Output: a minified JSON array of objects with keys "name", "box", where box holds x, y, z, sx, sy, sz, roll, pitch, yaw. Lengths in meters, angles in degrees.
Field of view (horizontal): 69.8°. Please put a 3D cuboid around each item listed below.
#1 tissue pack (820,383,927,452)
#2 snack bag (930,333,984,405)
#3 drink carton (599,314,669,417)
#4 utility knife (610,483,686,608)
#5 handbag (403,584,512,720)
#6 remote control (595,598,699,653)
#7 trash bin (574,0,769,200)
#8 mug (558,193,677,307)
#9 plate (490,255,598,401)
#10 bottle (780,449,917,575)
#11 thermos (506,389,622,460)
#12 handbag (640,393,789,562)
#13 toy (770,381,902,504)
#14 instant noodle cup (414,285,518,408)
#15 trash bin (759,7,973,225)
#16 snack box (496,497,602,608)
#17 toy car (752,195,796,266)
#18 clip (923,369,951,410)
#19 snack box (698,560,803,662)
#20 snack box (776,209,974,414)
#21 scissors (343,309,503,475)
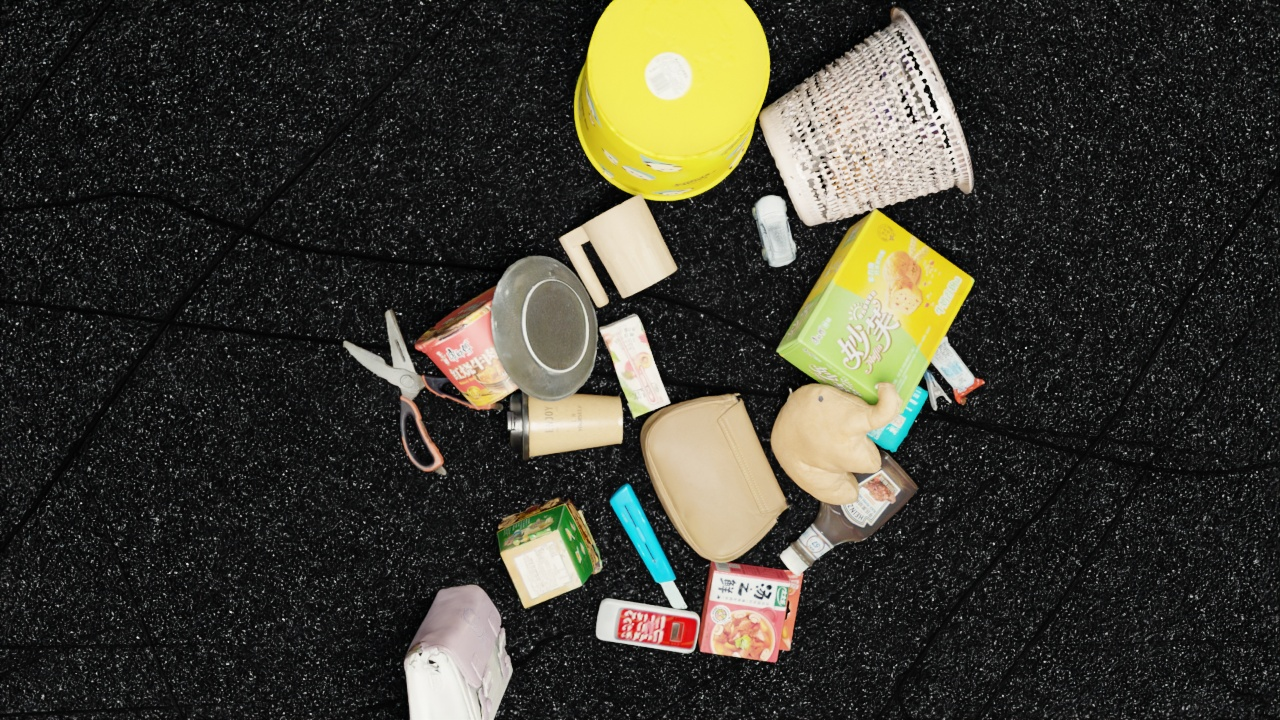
[{"name":"tissue pack","box":[0.296,0.049,1.177,0.133,0.050,0.093,30,92,-5]},{"name":"snack bag","box":[0.400,0.007,1.187,0.045,0.026,0.105,-38,95,12]},{"name":"drink carton","box":[-0.007,0.007,1.170,0.053,0.045,0.122,-21,97,0]},{"name":"utility knife","box":[0.013,0.250,1.212,0.034,0.018,0.187,-28,98,1]},{"name":"handbag","box":[-0.224,0.378,1.133,0.098,0.197,0.145,-15,96,3]},{"name":"remote control","box":[0.010,0.354,1.223,0.136,0.020,0.056,10,97,-2]},{"name":"trash bin","box":[0.035,-0.303,1.031,0.229,0.255,0.229,0,97,-2]},{"name":"mug","box":[-0.029,-0.133,1.143,0.125,0.084,0.103,-24,98,26]},{"name":"plate","box":[-0.107,-0.040,1.110,0.024,0.179,0.179,-7,99,41]},{"name":"bottle","box":[0.266,0.205,1.199,0.195,0.044,0.080,-43,95,4]},{"name":"thermos","box":[-0.096,0.078,1.158,0.143,0.093,0.093,-1,96,-8]},{"name":"handbag","box":[0.090,0.144,1.165,0.147,0.100,0.204,-25,96,-6]},{"name":"toy","box":[0.231,0.086,1.107,0.143,0.226,0.082,35,57,15]},{"name":"instant noodle cup","box":[-0.189,-0.015,1.127,0.138,0.138,0.108,-32,105,2]},{"name":"trash bin","box":[0.253,-0.262,1.074,0.192,0.227,0.227,-23,96,14]},{"name":"snack box","box":[-0.122,0.252,1.166,0.118,0.105,0.117,-23,97,2]},{"name":"toy car","box":[0.170,-0.164,1.160,0.043,0.034,0.090,-13,95,4]},{"name":"clip","box":[0.383,0.035,1.191,0.026,0.024,0.056,-26,100,5]},{"name":"snack box","box":[0.148,0.331,1.210,0.127,0.044,0.113,8,96,-2]},{"name":"snack box","box":[0.289,-0.055,1.123,0.157,0.070,0.209,35,73,-4]},{"name":"scissors","box":[-0.287,0.043,1.185,0.226,0.015,0.189,18,96,-2]}]
